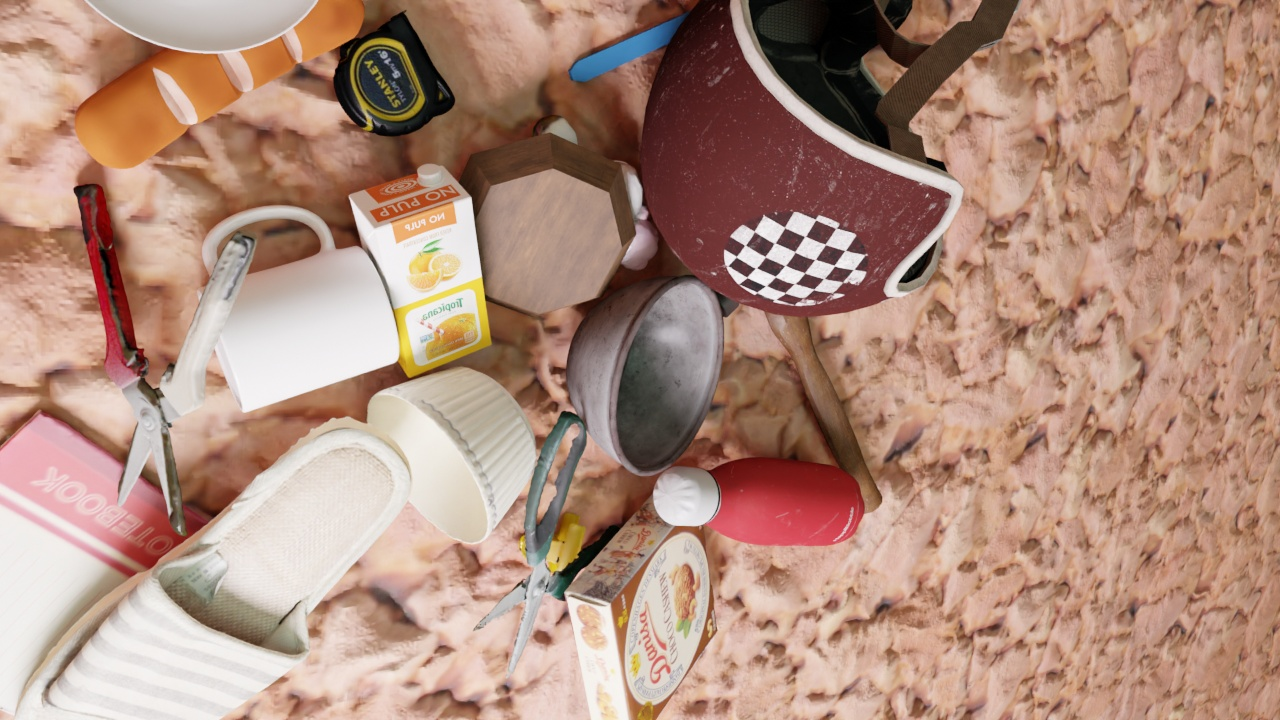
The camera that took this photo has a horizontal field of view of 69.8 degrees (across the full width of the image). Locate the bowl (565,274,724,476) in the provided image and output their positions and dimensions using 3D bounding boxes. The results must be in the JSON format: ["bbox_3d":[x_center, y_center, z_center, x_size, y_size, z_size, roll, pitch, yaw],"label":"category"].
[{"bbox_3d":[-0.004,0.004,0.660,0.144,0.067,0.145,-32,130,-48],"label":"bowl"}]

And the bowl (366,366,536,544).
[{"bbox_3d":[-0.116,0.055,0.598,0.062,0.115,0.115,-38,124,-36],"label":"bowl"}]

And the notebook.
[{"bbox_3d":[-0.323,0.146,0.547,0.153,0.012,0.209,-48,126,-11],"label":"notebook"}]

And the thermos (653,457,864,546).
[{"bbox_3d":[0.098,0.115,0.751,0.239,0.073,0.073,13,99,-48],"label":"thermos"}]

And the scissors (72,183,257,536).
[{"bbox_3d":[-0.254,-0.007,0.488,0.198,0.180,0.015,66,25,-2],"label":"scissors"}]

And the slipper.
[{"bbox_3d":[-0.247,0.146,0.548,0.272,0.054,0.114,-43,129,-7],"label":"slipper"}]

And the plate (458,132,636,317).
[{"bbox_3d":[-0.063,-0.081,0.601,0.131,0.025,0.131,-7,123,-11],"label":"plate"}]

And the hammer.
[{"bbox_3d":[0.158,0.021,0.813,0.115,0.033,0.323,-39,124,-14],"label":"hammer"}]

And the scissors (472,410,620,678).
[{"bbox_3d":[-0.050,0.128,0.662,0.204,0.015,0.202,-3,113,-65],"label":"scissors"}]

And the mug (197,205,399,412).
[{"bbox_3d":[-0.204,-0.037,0.534,0.090,0.074,0.110,-21,91,-27],"label":"mug"}]

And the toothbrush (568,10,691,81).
[{"bbox_3d":[0.022,-0.231,0.645,0.166,0.014,0.016,-31,121,-21],"label":"toothbrush"}]

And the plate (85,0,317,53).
[{"bbox_3d":[-0.226,-0.221,0.465,0.134,0.011,0.134,1,88,-20],"label":"plate"}]

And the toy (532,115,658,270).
[{"bbox_3d":[-0.036,-0.106,0.632,0.122,0.038,0.079,37,92,-24],"label":"toy"}]

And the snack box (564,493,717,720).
[{"bbox_3d":[0.006,0.201,0.730,0.146,0.041,0.143,-40,129,-49],"label":"snack box"}]

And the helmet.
[{"bbox_3d":[0.122,-0.154,0.595,0.233,0.254,0.232,10,59,-16],"label":"helmet"}]

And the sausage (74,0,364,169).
[{"bbox_3d":[-0.222,-0.158,0.490,0.164,0.044,0.039,-39,148,-17],"label":"sausage"}]

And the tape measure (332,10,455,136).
[{"bbox_3d":[-0.149,-0.164,0.542,0.061,0.034,0.062,-38,114,-22],"label":"tape measure"}]

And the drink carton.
[{"bbox_3d":[-0.132,-0.055,0.560,0.058,0.040,0.123,-24,140,-23],"label":"drink carton"}]

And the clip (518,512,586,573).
[{"bbox_3d":[-0.067,0.146,0.708,0.048,0.046,0.054,1,109,-60],"label":"clip"}]
